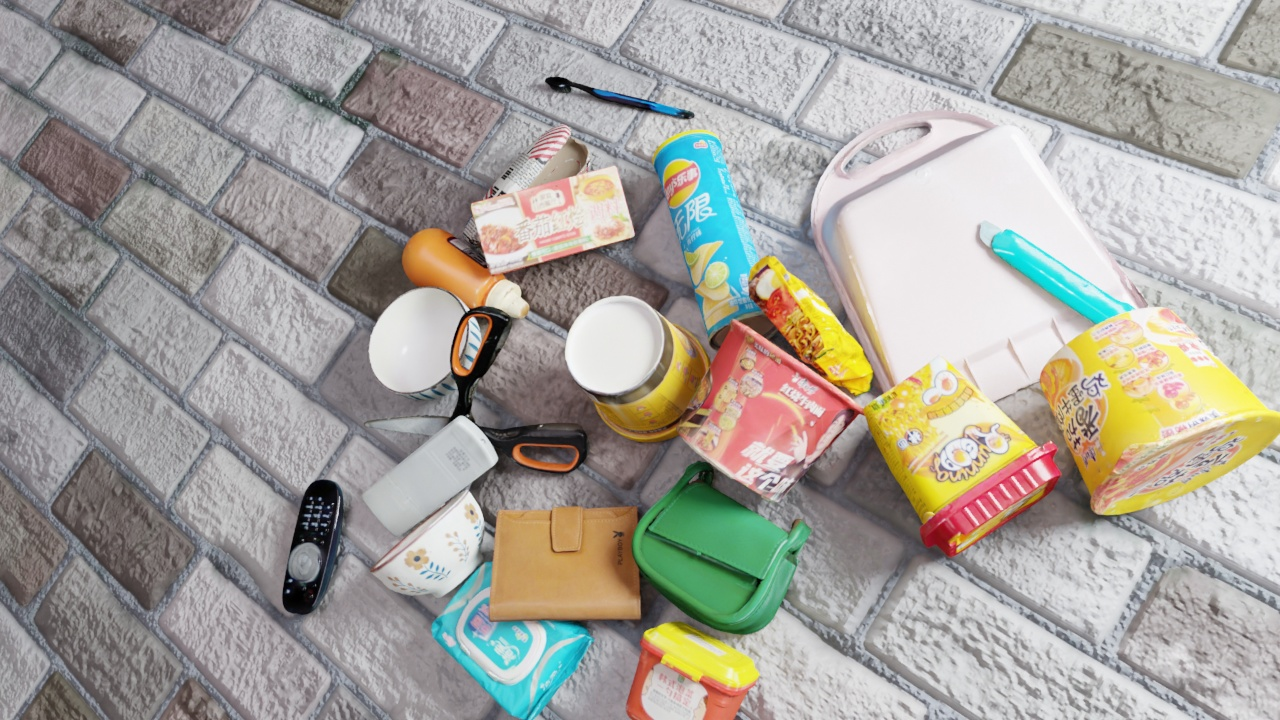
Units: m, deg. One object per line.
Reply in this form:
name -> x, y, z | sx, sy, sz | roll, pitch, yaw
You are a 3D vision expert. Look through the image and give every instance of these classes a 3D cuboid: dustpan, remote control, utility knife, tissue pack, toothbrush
dustpan -> 0.283, -0.099, 0.830 | 0.223, 0.138, 0.273 | -24, 93, 8
remote control -> -0.332, 0.190, 0.940 | 0.053, 0.024, 0.136 | 2, 73, 19
utility knife -> 0.347, -0.064, 0.749 | 0.166, 0.013, 0.029 | 36, 96, 5
tissue pack -> -0.114, 0.250, 0.825 | 0.133, 0.050, 0.093 | 33, 83, 26
toothbrush -> -0.025, -0.287, 1.008 | 0.190, 0.016, 0.014 | 20, 70, 22
remote control -> -0.205, 0.113, 0.891 | 0.150, 0.021, 0.058 | -36, 96, 22

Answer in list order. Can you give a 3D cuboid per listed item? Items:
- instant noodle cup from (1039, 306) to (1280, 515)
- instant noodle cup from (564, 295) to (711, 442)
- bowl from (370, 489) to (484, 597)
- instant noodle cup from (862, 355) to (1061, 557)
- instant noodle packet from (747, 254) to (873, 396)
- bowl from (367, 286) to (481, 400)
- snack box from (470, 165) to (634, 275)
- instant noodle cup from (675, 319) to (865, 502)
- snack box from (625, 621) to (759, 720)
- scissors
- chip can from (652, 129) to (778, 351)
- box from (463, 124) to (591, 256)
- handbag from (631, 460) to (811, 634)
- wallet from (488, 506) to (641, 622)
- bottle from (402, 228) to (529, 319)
instant noodle cup -> 0.375, 0.034, 0.683 | 0.138, 0.138, 0.109 | -25, 57, 10
instant noodle cup -> -0.005, 0.005, 0.837 | 0.119, 0.114, 0.118 | -7, 70, 18
bowl -> -0.187, 0.179, 0.855 | 0.113, 0.113, 0.062 | -39, 95, 3
instant noodle cup -> 0.244, 0.073, 0.720 | 0.116, 0.116, 0.123 | -35, 64, 5
instant noodle packet -> 0.146, -0.028, 0.786 | 0.044, 0.128, 0.110 | -37, 61, 17
bowl -> -0.213, -0.011, 0.945 | 0.117, 0.066, 0.116 | -7, 68, 18
snack box -> -0.088, -0.141, 0.929 | 0.153, 0.025, 0.075 | -15, 95, -4
instant noodle cup -> 0.105, 0.047, 0.777 | 0.138, 0.138, 0.108 | 37, 94, 27
snack box -> 0.038, 0.268, 0.749 | 0.091, 0.082, 0.080 | 22, 90, 26
scissors -> -0.155, 0.057, 0.887 | 0.221, 0.021, 0.234 | 19, 109, 4
chip can -> 0.070, -0.116, 0.877 | 0.071, 0.071, 0.210 | -20, 66, 12
box -> -0.130, -0.186, 0.970 | 0.163, 0.082, 0.075 | -49, 58, 1
handbag -> 0.068, 0.163, 0.786 | 0.131, 0.068, 0.120 | 30, 76, 27
wallet -> -0.066, 0.180, 0.815 | 0.132, 0.031, 0.107 | 0, 51, -1
bottle -> -0.179, -0.084, 0.965 | 0.149, 0.067, 0.066 | 30, 83, 18
